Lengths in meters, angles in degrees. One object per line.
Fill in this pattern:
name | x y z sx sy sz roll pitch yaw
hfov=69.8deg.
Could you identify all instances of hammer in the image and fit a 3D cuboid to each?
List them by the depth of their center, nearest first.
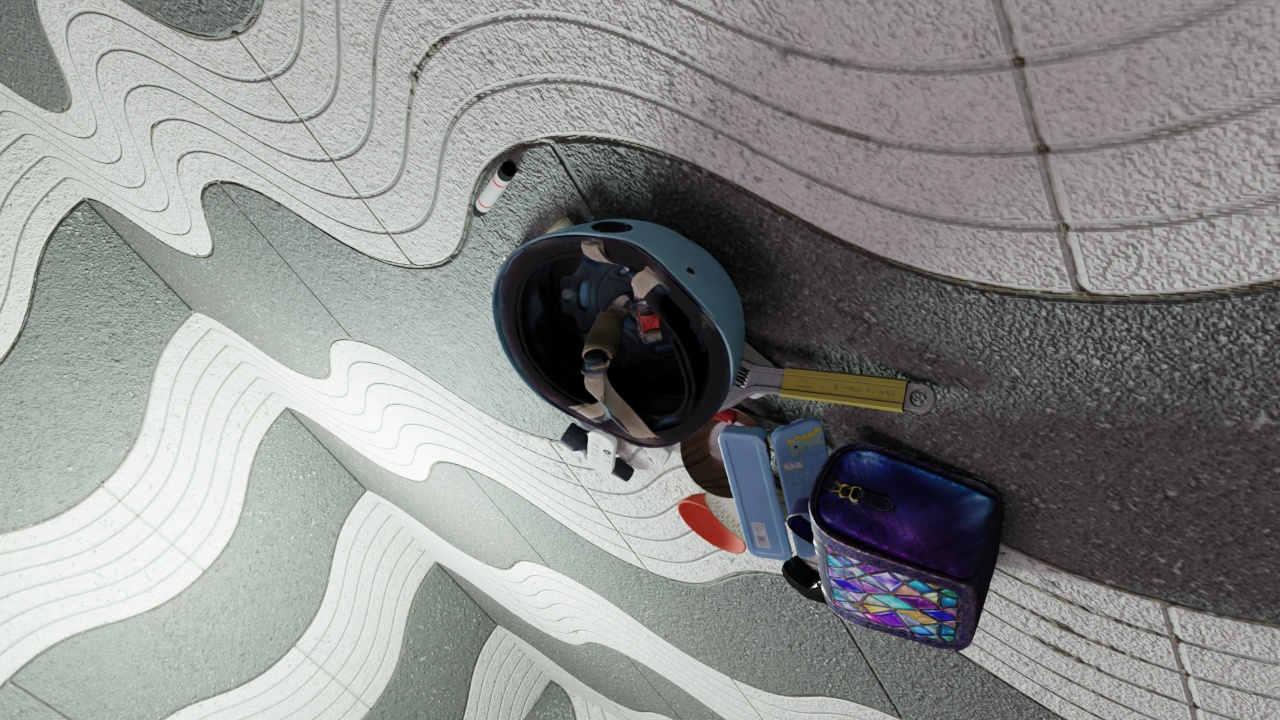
hammer | 0.298 0.289 1.230 0.132 0.040 0.306 38 153 -6
hammer | -0.036 0.095 1.356 0.129 0.040 0.323 34 153 2

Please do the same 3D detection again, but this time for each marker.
marker | -0.177 -0.198 1.089 0.019 0.019 0.146 44 153 -9

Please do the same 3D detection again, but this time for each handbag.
handbag | 0.268 0.201 1.006 0.222 0.125 0.205 15 148 26

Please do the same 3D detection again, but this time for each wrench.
wrench | 0.165 0.028 0.941 0.274 0.083 0.018 8 180 33

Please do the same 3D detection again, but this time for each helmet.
helmet | -0.015 -0.039 0.940 0.266 0.166 0.226 18 120 16

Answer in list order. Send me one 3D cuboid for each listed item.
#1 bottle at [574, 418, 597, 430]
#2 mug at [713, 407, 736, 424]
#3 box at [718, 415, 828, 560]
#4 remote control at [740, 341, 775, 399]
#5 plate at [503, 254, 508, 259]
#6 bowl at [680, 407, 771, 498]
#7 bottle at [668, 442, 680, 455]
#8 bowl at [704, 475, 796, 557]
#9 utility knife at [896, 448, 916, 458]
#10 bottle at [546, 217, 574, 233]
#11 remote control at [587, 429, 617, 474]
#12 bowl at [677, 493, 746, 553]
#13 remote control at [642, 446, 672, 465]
bottle | -0.064 0.035 1.210 0.046 0.072 0.161 47 -177 -19
mug | 0.058 0.042 1.070 0.116 0.080 0.096 23 171 11
box | 0.169 0.158 1.089 0.127 0.039 0.209 -7 124 15
remote control | 0.093 -0.011 1.028 0.138 0.025 0.060 40 154 3
plate | -0.124 -0.055 1.166 0.182 0.034 0.182 156 91 -82
bowl | 0.110 0.111 1.151 0.119 0.032 0.119 6 105 24
bottle | 0.056 0.106 1.239 0.136 0.044 0.044 15 145 40
bowl | 0.162 0.193 1.217 0.145 0.063 0.145 30 153 18
utility knife | 0.267 0.139 1.052 0.031 0.015 0.198 33 153 5
bottle | -0.045 -0.089 1.048 0.167 0.059 0.059 51 152 -16
remote control | -0.059 0.139 1.397 0.043 0.013 0.137 25 151 10
bowl | 0.115 0.239 1.383 0.122 0.035 0.122 30 153 17
remote control | -0.009 0.089 1.246 0.131 0.012 0.033 42 144 15
